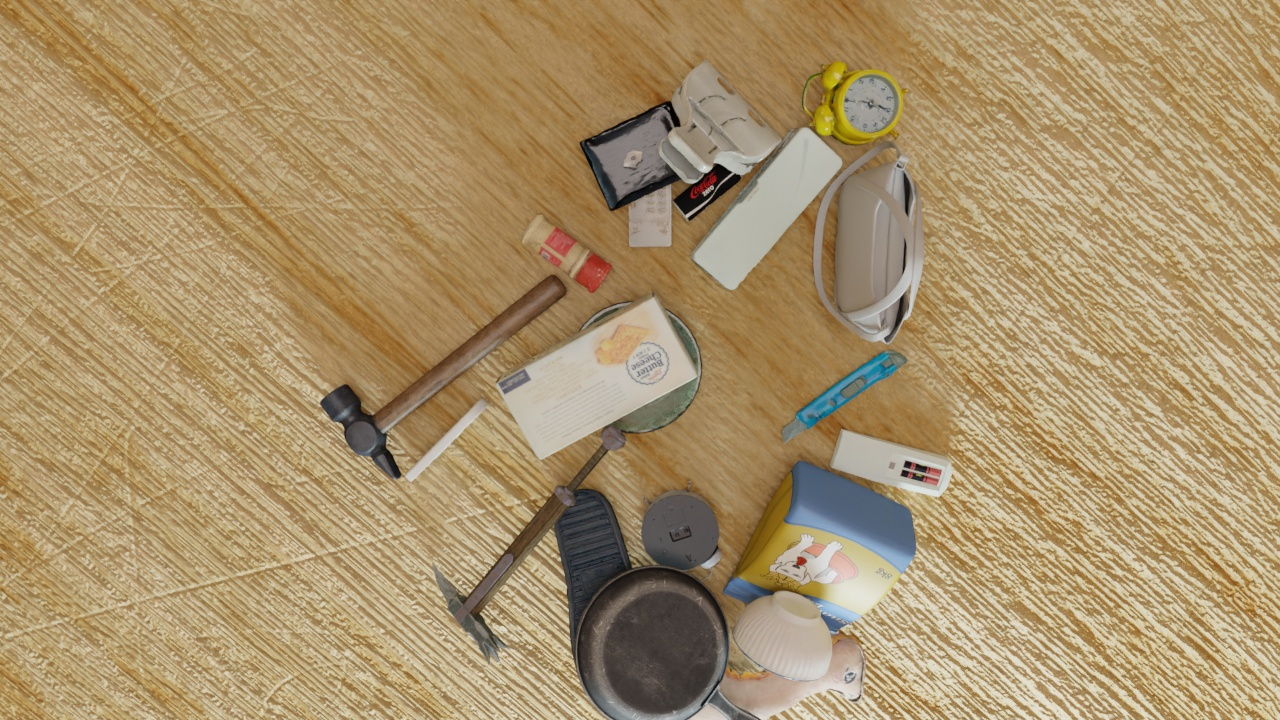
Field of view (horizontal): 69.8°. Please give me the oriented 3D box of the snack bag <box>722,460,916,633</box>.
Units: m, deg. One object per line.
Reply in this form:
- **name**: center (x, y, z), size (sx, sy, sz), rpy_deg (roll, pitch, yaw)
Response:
- **snack bag**: center (0.211, 0.243, 1.107), size (0.159, 0.102, 0.206), rpy_deg (24, 121, -3)

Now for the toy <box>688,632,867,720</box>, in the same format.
- **toy**: center (0.141, 0.385, 1.133), size (0.264, 0.065, 0.196), rpy_deg (-28, 106, 11)

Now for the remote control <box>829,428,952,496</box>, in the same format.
- **remote control**: center (0.308, 0.127, 1.116), size (0.143, 0.024, 0.049), rpy_deg (15, 99, -1)

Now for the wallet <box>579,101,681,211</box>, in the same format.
- **wallet**: center (-0.001, -0.234, 1.050), size (0.115, 0.026, 0.089), rpy_deg (-23, 96, 4)

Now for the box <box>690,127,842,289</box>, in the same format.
- **box**: center (0.146, -0.173, 1.061), size (0.083, 0.066, 0.199), rpy_deg (41, 96, 14)

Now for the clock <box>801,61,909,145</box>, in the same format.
- **clock**: center (0.238, -0.289, 1.034), size (0.118, 0.057, 0.083), rpy_deg (10, 99, -7)

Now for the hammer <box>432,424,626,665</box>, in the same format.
- **hammer**: center (-0.126, 0.198, 1.102), size (0.147, 0.028, 0.317), rpy_deg (44, 101, 23)

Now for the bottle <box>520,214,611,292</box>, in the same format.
- **bottle**: center (-0.087, -0.125, 1.074), size (0.109, 0.044, 0.044), rpy_deg (35, 98, -4)

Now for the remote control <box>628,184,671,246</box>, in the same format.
- **remote control**: center (0.011, -0.202, 1.075), size (0.050, 0.011, 0.136), rpy_deg (0, 99, 1)

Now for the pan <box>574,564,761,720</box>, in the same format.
- **pan**: center (0.079, 0.389, 1.074), size (0.357, 0.055, 0.187), rpy_deg (42, 75, -7)

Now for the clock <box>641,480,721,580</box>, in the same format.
- **clock**: center (0.052, 0.217, 1.130), size (0.094, 0.035, 0.122), rpy_deg (-19, 99, 4)

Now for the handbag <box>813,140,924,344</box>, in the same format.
- **handbag**: center (0.254, -0.128, 0.977), size (0.095, 0.222, 0.216), rpy_deg (1, 99, -1)

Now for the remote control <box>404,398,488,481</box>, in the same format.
- **remote control**: center (-0.235, 0.096, 1.110), size (0.136, 0.043, 0.013), rpy_deg (-44, 96, 7)

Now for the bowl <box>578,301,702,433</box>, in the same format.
- **bowl**: center (-0.007, 0.006, 1.095), size (0.157, 0.038, 0.157), rpy_deg (0, 99, 1)

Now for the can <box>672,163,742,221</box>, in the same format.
- **can**: center (0.078, -0.198, 1.064), size (0.080, 0.031, 0.031), rpy_deg (-38, 96, 6)

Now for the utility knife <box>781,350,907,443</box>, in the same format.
- **utility knife**: center (0.243, 0.043, 1.110), size (0.179, 0.015, 0.031), rpy_deg (-37, 92, 7)

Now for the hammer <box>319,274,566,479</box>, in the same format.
- **hammer**: center (-0.220, 0.006, 1.097), size (0.322, 0.040, 0.129), rpy_deg (-38, 90, 3)

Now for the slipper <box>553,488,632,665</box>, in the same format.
- **slipper**: center (-0.043, 0.288, 1.126), size (0.101, 0.082, 0.263), rpy_deg (-14, 79, 0)

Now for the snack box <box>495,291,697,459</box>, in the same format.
- **snack box**: center (-0.049, 0.017, 1.047), size (0.208, 0.057, 0.104), rpy_deg (-28, 98, 6)

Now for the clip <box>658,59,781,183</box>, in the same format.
- **clip**: center (0.087, -0.260, 1.000), size (0.126, 0.151, 0.097), rpy_deg (45, 132, -3)

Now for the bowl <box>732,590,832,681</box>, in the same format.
- **bowl**: center (0.172, 0.310, 1.067), size (0.118, 0.118, 0.062), rpy_deg (17, 105, -2)
